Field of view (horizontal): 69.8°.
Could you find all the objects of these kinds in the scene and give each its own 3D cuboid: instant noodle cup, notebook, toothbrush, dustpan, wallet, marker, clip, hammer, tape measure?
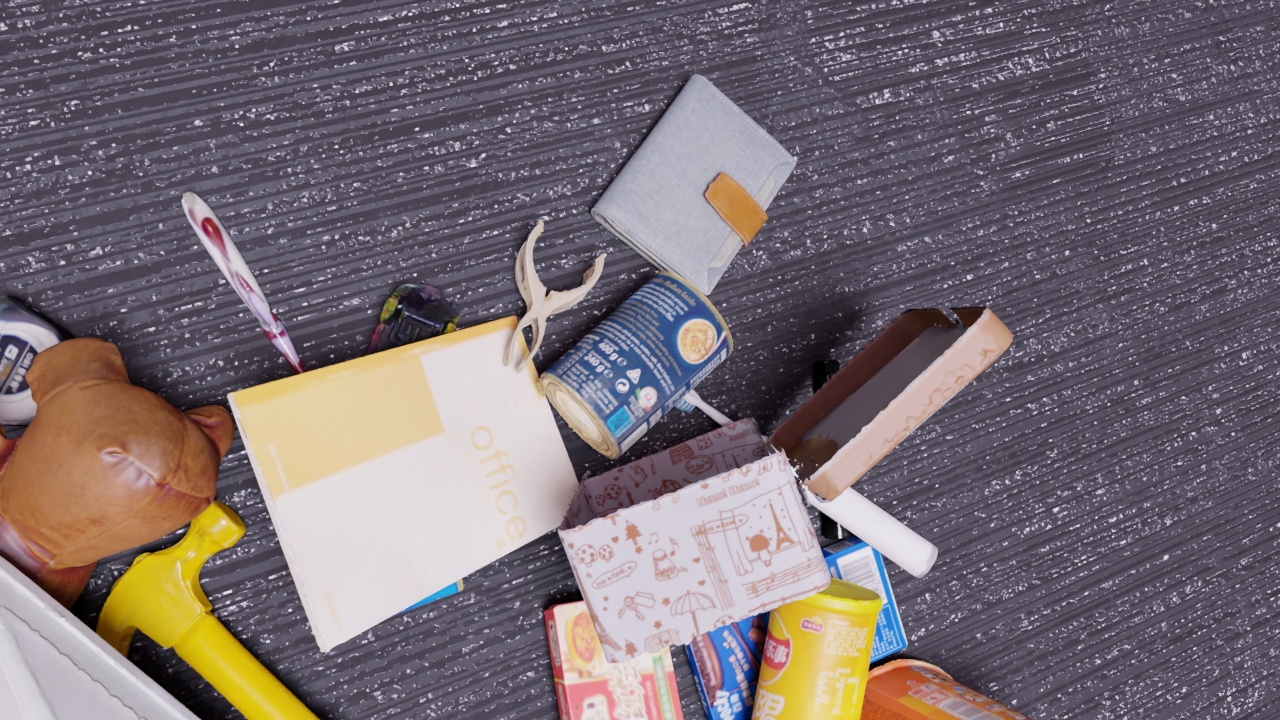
[{"bbox_3d":[0.211,0.289,0.615,0.151,0.112,0.151,2,86,-26],"label":"instant noodle cup"},{"bbox_3d":[-0.126,0.061,0.552,0.205,0.010,0.146,-20,90,-48],"label":"notebook"},{"bbox_3d":[0.111,0.080,0.647,0.221,0.026,0.026,35,35,0],"label":"toothbrush"},{"bbox_3d":[-0.314,0.250,0.486,0.223,0.142,0.257,-40,80,5],"label":"dustpan"},{"bbox_3d":[0.043,-0.124,0.657,0.106,0.037,0.129,37,77,-9],"label":"wallet"},{"bbox_3d":[0.142,0.065,0.675,0.020,0.022,0.132,0,85,-22],"label":"marker"},{"bbox_3d":[-0.054,-0.042,0.616,0.096,0.035,0.101,0,75,-22],"label":"clip"},{"bbox_3d":[-0.194,0.227,0.539,0.300,0.033,0.128,42,79,2],"label":"hammer"},{"bbox_3d":[-0.235,-0.025,0.579,0.016,0.017,0.187,-32,95,-15],"label":"toothbrush"},{"bbox_3d":[-0.362,0.005,0.533,0.066,0.034,0.065,39,78,-7],"label":"tape measure"}]

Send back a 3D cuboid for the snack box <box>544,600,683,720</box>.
[{"bbox_3d":[-0.012,0.230,0.594,0.075,0.026,0.152,-4,72,-22],"label":"snack box"}]

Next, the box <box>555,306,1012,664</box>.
[{"bbox_3d":[0.086,0.061,0.544,0.261,0.178,0.103,-23,92,2],"label":"box"}]

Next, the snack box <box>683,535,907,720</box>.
[{"bbox_3d":[0.108,0.190,0.651,0.157,0.026,0.084,-18,92,-16],"label":"snack box"}]

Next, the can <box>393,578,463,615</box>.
[{"bbox_3d":[-0.164,0.109,0.567,0.083,0.057,0.102,-17,90,-19],"label":"can"}]

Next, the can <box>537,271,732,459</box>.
[{"bbox_3d":[-0.004,0.004,0.609,0.111,0.075,0.075,-42,97,-18],"label":"can"}]

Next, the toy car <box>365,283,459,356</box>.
[{"bbox_3d":[-0.153,0.001,0.592,0.049,0.031,0.106,22,72,-16],"label":"toy car"}]

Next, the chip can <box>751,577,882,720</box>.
[{"bbox_3d":[0.105,0.250,0.596,0.072,0.072,0.213,10,88,-15],"label":"chip can"}]

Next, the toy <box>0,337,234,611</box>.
[{"bbox_3d":[-0.329,0.082,0.493,0.199,0.130,0.140,-46,136,-4],"label":"toy"}]
